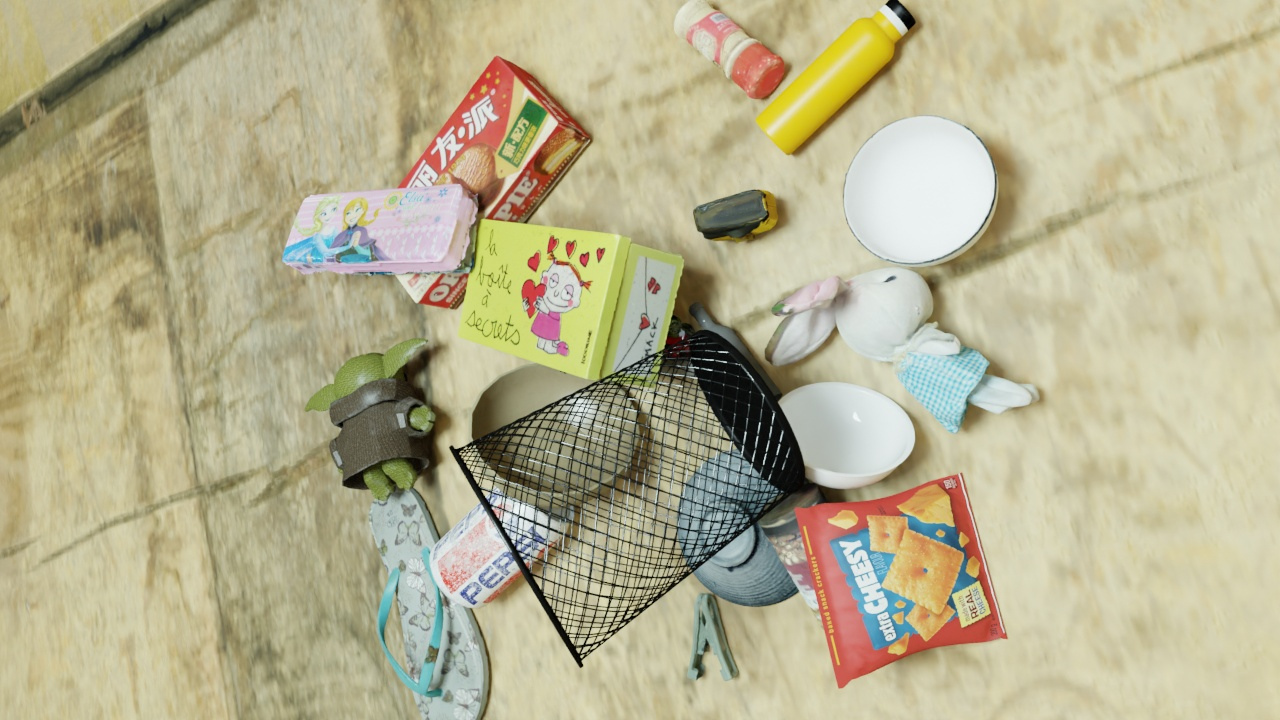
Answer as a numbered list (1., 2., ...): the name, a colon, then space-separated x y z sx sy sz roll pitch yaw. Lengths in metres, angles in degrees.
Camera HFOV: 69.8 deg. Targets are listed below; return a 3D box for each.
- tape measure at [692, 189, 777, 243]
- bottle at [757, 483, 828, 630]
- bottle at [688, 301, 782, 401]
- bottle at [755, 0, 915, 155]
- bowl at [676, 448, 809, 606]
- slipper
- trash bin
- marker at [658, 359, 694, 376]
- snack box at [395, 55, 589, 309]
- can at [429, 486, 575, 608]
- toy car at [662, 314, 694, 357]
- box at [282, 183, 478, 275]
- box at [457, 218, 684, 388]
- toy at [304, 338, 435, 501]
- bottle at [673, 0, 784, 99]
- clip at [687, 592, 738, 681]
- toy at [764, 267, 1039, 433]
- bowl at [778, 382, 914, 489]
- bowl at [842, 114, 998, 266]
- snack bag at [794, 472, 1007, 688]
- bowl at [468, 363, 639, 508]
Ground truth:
1. tape measure: 0.084 -0.121 0.784 0.066 0.064 0.037 -11 89 18
2. bottle: 0.141 0.155 0.722 0.056 0.056 0.105 -28 96 24
3. bottle: 0.078 -0.006 0.799 0.030 0.030 0.113 -43 69 19
4. bottle: 0.162 -0.236 0.761 0.144 0.043 0.043 -42 69 19
5. bowl: 0.081 0.143 0.773 0.137 0.057 0.137 -2 86 28
6. slipper: -0.223 0.254 0.933 0.098 0.054 0.268 -26 74 22
7. trash bin: -0.004 0.090 0.689 0.210 0.184 0.184 -31 70 -12
8. marker: -0.005 0.005 0.851 0.141 0.016 0.016 2 88 28
9. snack box: -0.168 -0.174 0.923 0.237 0.060 0.113 -47 65 18
10. can: -0.132 0.168 0.874 0.136 0.078 0.078 -44 69 19
11. toy car: 0.009 -0.032 0.829 0.091 0.042 0.036 30 94 25
12. box: -0.255 -0.125 0.914 0.231 0.053 0.084 3 70 32
13. box: -0.072 -0.056 0.817 0.221 0.080 0.124 19 96 47
14. toy: -0.272 0.066 0.955 0.180 0.078 0.152 -26 67 24
15. bottle: 0.077 -0.277 0.810 0.109 0.044 0.044 47 108 23
16. clip: 0.059 0.240 0.800 0.059 0.023 0.076 -7 86 26
17. toy: 0.207 -0.020 0.701 0.205 0.131 0.105 24 76 15
18. bowl: 0.157 0.067 0.727 0.110 0.109 0.041 22 133 27
19. bowl: 0.220 -0.127 0.712 0.114 0.063 0.113 -2 86 28
20. snack bag: 0.196 0.161 0.691 0.144 0.039 0.130 -10 80 -16
21. bowl: -0.079 0.074 0.832 0.152 0.152 0.051 39 144 24
